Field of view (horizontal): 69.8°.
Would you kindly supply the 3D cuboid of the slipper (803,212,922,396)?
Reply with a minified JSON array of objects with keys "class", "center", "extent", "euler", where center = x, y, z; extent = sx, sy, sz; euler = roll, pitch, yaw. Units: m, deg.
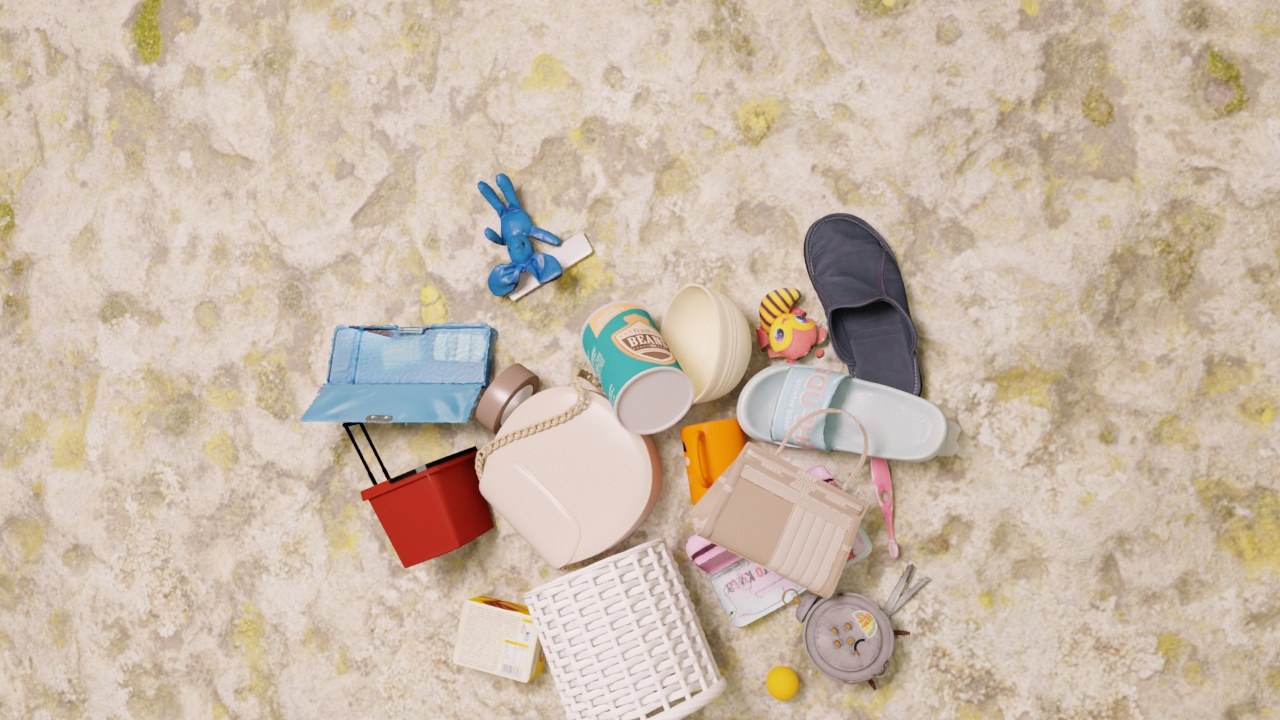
[{"class":"slipper","center":[0.276,-0.065,1.123],"extent":[0.109,0.083,0.265],"euler":[-17,79,11]}]

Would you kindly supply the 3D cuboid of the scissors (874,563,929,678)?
[{"class":"scissors","center":[0.278,0.312,1.111],"extent":[0.131,0.014,0.153],"euler":[8,87,12]}]

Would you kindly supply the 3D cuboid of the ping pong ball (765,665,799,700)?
[{"class":"ping pong ball","center":[0.172,0.390,1.110],"extent":[0.040,0.040,0.040],"euler":[-1,83,11]}]

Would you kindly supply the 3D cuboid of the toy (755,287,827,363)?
[{"class":"toy","center":[0.187,-0.040,1.158],"extent":[0.084,0.046,0.103],"euler":[-23,76,14]}]

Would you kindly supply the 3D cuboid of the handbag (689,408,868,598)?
[{"class":"handbag","center":[0.183,0.144,1.039],"extent":[0.175,0.062,0.198],"euler":[28,100,-13]}]

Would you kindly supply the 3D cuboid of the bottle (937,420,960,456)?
[{"class":"bottle","center":[0.315,0.090,1.115],"extent":[0.136,0.044,0.044],"euler":[3,84,12]}]

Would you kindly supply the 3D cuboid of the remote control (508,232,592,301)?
[{"class":"remote control","center":[-0.126,-0.127,1.247],"extent":[0.131,0.012,0.033],"euler":[-31,76,6]}]

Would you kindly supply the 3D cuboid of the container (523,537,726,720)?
[{"class":"container","center":[-0.020,0.330,1.081],"extent":[0.189,0.189,0.186],"euler":[-24,78,8]}]

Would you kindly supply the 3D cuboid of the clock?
[{"class":"clock","center":[0.234,0.317,1.087],"extent":[0.148,0.056,0.104],"euler":[31,93,15]}]

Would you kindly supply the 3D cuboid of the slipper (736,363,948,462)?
[{"class":"slipper","center":[0.235,0.061,1.078],"extent":[0.246,0.074,0.104],"euler":[11,84,17]}]

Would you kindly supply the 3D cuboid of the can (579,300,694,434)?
[{"class":"can","center":[-0.007,0.007,1.128],"extent":[0.099,0.099,0.144],"euler":[-35,42,5]}]

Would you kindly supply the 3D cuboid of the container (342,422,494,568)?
[{"class":"container","center":[-0.283,0.148,1.177],"extent":[0.127,0.148,0.201],"euler":[-23,88,15]}]

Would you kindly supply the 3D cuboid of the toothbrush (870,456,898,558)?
[{"class":"toothbrush","center":[0.300,0.175,1.122],"extent":[0.022,0.016,0.135],"euler":[-10,82,10]}]

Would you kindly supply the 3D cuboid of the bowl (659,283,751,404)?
[{"class":"bowl","center":[0.089,-0.017,1.140],"extent":[0.075,0.151,0.150],"euler":[5,82,-28]}]

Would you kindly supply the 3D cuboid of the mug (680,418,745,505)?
[{"class":"mug","center":[0.088,0.125,1.122],"extent":[0.078,0.112,0.096],"euler":[-12,81,22]}]

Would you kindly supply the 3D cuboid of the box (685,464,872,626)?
[{"class":"box","center":[0.169,0.229,1.113],"extent":[0.201,0.111,0.101],"euler":[-31,53,6]}]

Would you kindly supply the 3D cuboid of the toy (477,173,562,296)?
[{"class":"toy","center":[-0.172,-0.162,1.230],"extent":[0.113,0.071,0.176],"euler":[-25,73,12]}]

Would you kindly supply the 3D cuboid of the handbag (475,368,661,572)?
[{"class":"handbag","center":[-0.086,0.142,1.161],"extent":[0.210,0.103,0.208],"euler":[43,95,13]}]

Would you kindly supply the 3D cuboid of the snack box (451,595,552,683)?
[{"class":"snack box","center":[-0.176,0.354,1.174],"extent":[0.106,0.061,0.083],"euler":[10,86,12]}]

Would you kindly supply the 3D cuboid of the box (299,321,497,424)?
[{"class":"box","center":[-0.318,0.025,1.228],"extent":[0.232,0.060,0.174],"euler":[1,52,10]}]

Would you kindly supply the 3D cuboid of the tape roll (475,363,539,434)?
[{"class":"tape roll","center":[-0.172,0.050,1.194],"extent":[0.030,0.093,0.093],"euler":[34,91,13]}]
